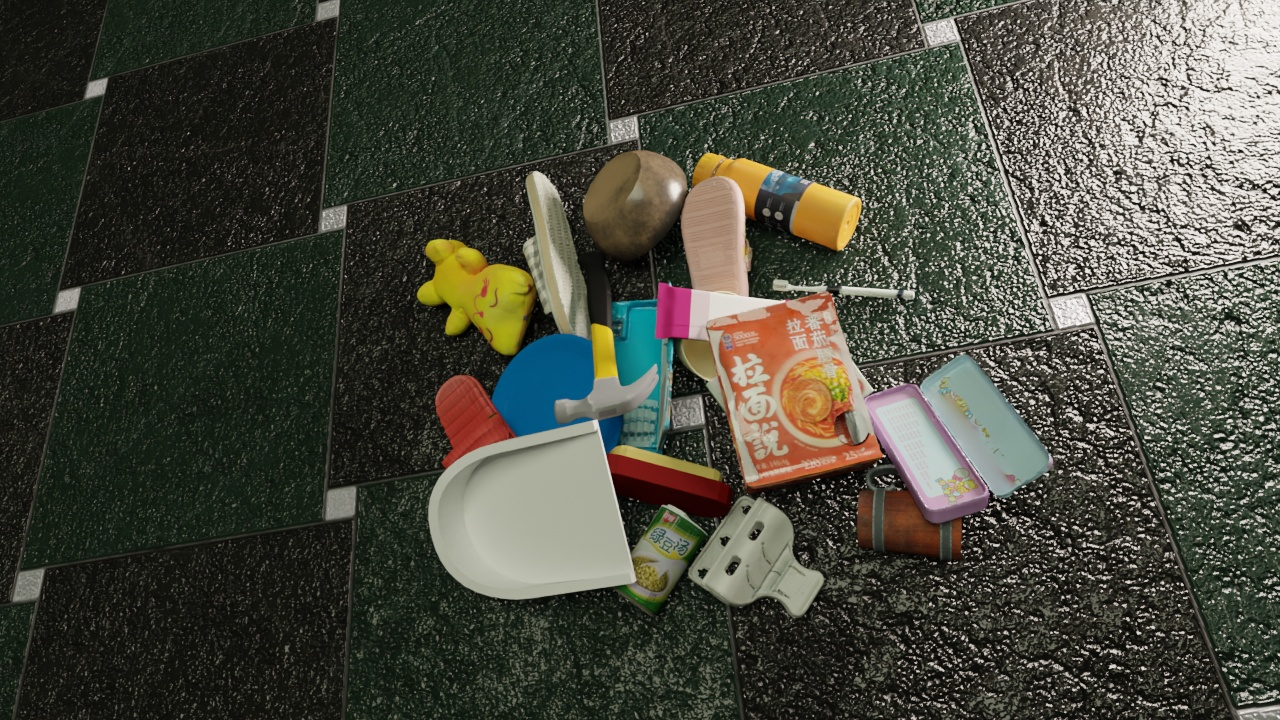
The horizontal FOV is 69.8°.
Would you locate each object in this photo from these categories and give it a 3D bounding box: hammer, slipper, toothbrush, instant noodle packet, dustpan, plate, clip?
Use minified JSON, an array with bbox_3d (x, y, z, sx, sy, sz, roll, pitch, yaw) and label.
[{"bbox_3d":[-0.051,-0.044,1.191,0.127,0.029,0.323,-8,41,1],"label":"hammer"},{"bbox_3d":[-0.124,-0.144,1.299,0.054,0.114,0.272,-18,71,13],"label":"slipper"},{"bbox_3d":[0.112,-0.151,1.268,0.093,0.081,0.197,-4,88,28],"label":"slipper"},{"bbox_3d":[0.270,-0.095,1.228,0.187,0.017,0.012,6,69,17],"label":"toothbrush"},{"bbox_3d":[0.182,0.037,1.116,0.164,0.084,0.220,-13,76,3],"label":"instant noodle packet"},{"bbox_3d":[-0.146,0.191,1.109,0.258,0.053,0.191,-15,89,34],"label":"dustpan"},{"bbox_3d":[-0.111,0.076,1.215,0.225,0.024,0.224,-9,74,32],"label":"plate"},{"bbox_3d":[-0.218,0.112,1.222,0.103,0.059,0.248,-45,57,10],"label":"slipper"},{"bbox_3d":[0.139,0.235,1.070,0.152,0.105,0.126,29,77,35],"label":"clip"}]

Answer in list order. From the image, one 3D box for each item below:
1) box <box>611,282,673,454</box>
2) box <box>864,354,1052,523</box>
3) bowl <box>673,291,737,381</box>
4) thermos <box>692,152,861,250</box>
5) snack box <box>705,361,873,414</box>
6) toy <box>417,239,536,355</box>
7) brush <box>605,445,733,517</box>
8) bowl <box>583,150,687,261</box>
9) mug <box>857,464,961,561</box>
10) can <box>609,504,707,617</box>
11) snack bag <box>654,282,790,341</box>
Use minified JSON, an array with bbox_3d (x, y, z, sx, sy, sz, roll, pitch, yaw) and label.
[{"bbox_3d":[0.011,0.014,1.209,0.169,0.086,0.226,-23,54,44],"label":"box"},{"bbox_3d":[0.358,0.085,1.056,0.151,0.041,0.214,-28,34,9],"label":"box"},{"bbox_3d":[0.089,-0.031,1.207,0.117,0.118,0.074,-54,21,-13],"label":"bowl"},{"bbox_3d":[0.189,-0.227,1.288,0.233,0.091,0.076,25,102,24],"label":"thermos"},{"bbox_3d":[0.186,0.035,1.156,0.168,0.027,0.132,-36,85,-3],"label":"snack box"},{"bbox_3d":[-0.229,-0.094,1.322,0.194,0.087,0.135,27,117,29],"label":"toy"},{"bbox_3d":[0.027,0.145,1.114,0.173,0.082,0.041,16,65,-6],"label":"brush"},{"bbox_3d":[-0.016,-0.226,1.295,0.163,0.070,0.162,-30,44,34],"label":"bowl"},{"bbox_3d":[0.312,0.172,1.061,0.111,0.081,0.117,0,47,19],"label":"mug"},{"bbox_3d":[0.023,0.239,1.104,0.067,0.067,0.120,29,75,25],"label":"can"},{"bbox_3d":[0.108,-0.053,1.163,0.196,0.016,0.070,5,88,-24],"label":"snack bag"}]
